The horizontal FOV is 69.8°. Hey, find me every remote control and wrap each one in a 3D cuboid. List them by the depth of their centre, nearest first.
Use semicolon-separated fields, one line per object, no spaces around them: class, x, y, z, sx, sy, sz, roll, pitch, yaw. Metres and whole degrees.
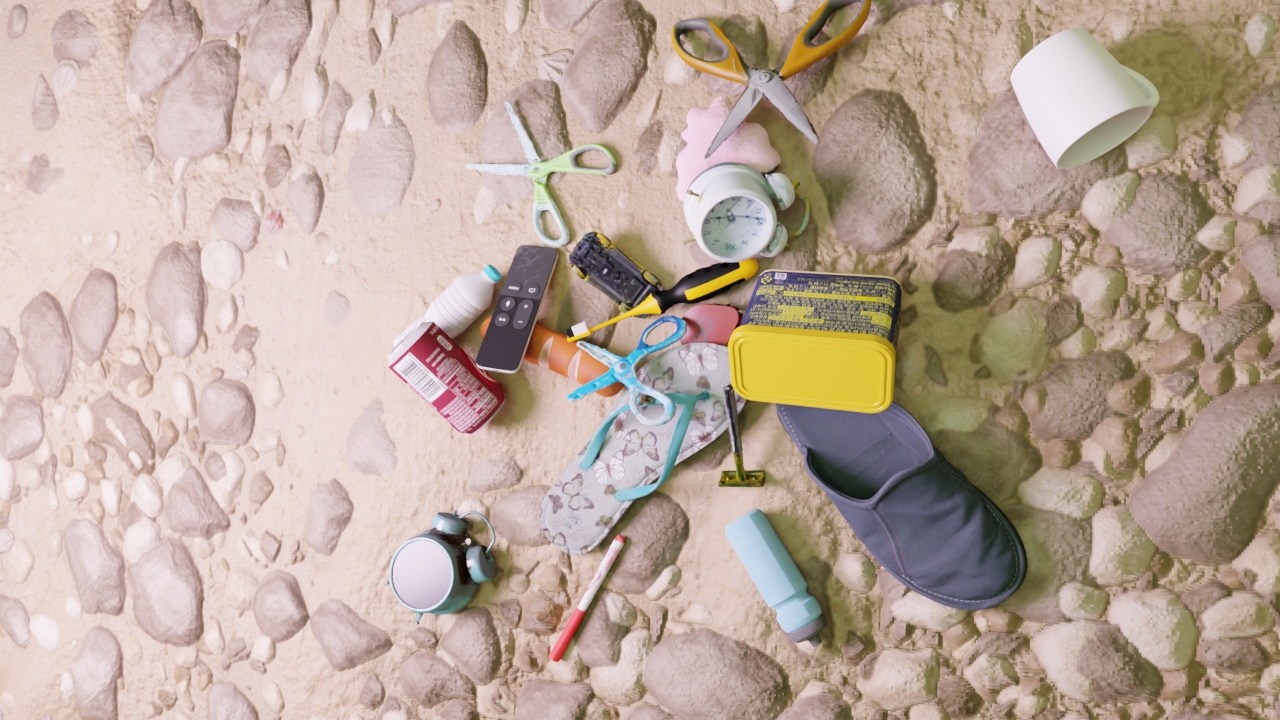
remote control;-0.122;-0.054;0.917;0.045;0.008;0.146;8;63;15

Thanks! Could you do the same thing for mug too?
mug;0.376;-0.224;0.766;0.114;0.081;0.087;-19;71;-15

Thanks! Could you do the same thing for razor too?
razor;0.086;0.069;0.837;0.042;0.026;0.106;-1;117;20

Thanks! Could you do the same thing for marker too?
marker;-0.052;0.233;0.902;0.013;0.012;0.142;30;95;18

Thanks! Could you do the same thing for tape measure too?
tape measure;0.066;-0.032;0.877;0.051;0.019;0.059;30;106;18

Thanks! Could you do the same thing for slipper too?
slipper;0.214;0.106;0.785;0.109;0.083;0.265;-42;76;9
slipper;-0.008;0.080;0.871;0.269;0.054;0.098;-45;76;15

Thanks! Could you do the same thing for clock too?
clock;0.097;-0.135;0.844;0.117;0.057;0.083;-2;126;-6
clock;-0.199;0.206;0.933;0.124;0.053;0.090;-45;74;7

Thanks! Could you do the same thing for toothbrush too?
toothbrush;0.020;-0.057;0.880;0.197;0.031;0.031;-22;112;6

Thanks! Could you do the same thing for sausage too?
sausage;-0.087;-0.008;0.915;0.164;0.044;0.039;22;121;21

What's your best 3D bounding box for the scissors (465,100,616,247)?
scissors;-0.108;-0.192;0.952;0.172;0.024;0.165;4;93;21

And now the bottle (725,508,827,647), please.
bottle;0.125;0.199;0.830;0.040;0.040;0.130;-34;76;13

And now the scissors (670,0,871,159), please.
scissors;0.112;-0.279;0.860;0.230;0.016;0.225;35;79;31

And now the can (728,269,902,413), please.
can;0.155;-0.021;0.795;0.135;0.104;0.075;6;130;19

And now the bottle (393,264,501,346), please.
bottle;-0.199;-0.048;0.957;0.136;0.044;0.044;-42;74;11

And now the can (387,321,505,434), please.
can;-0.194;0.018;0.920;0.063;0.063;0.114;-42;105;11

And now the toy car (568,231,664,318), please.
toy car;-0.023;-0.083;0.906;0.107;0.030;0.049;40;98;3

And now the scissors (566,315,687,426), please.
scissors;-0.004;0.004;0.856;0.134;0.011;0.140;30;70;34

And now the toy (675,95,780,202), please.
toy;0.074;-0.202;0.873;0.102;0.050;0.093;-20;76;11
